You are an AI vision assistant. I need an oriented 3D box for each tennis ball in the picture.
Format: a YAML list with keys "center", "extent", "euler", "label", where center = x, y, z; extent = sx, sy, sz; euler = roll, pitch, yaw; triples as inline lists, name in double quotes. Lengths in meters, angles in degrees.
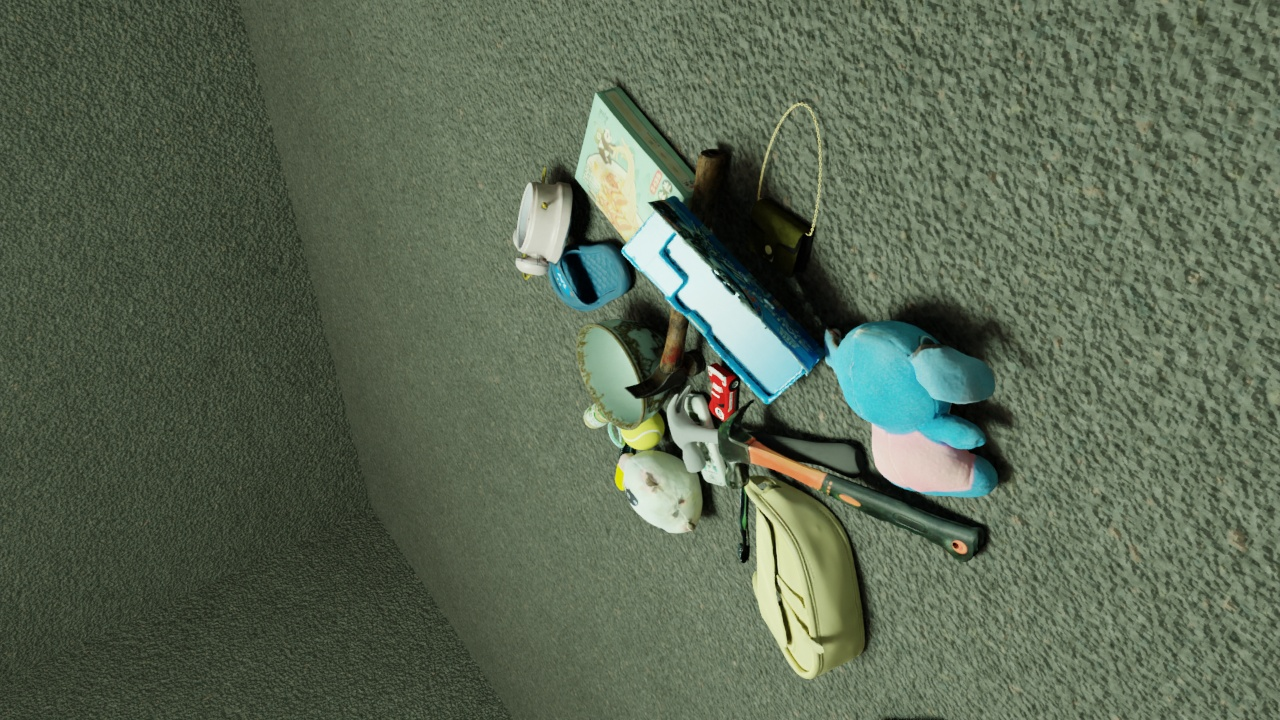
- center: [0.003, 0.100, 1.361]
  extent: [0.065, 0.065, 0.065]
  euler: [41, 144, 39]
  label: "tennis ball"

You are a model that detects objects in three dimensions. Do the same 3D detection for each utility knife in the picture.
- center: [-0.022, 0.154, 1.499]
  extent: [0.029, 0.020, 0.174]
  euler: [47, 148, 30]
  label: "utility knife"

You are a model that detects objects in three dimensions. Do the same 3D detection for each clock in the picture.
- center: [-0.146, -0.189, 1.335]
  extent: [0.116, 0.058, 0.158]
  euler: [-101, 27, -46]
  label: "clock"

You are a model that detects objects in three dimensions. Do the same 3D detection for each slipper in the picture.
- center: [-0.082, -0.119, 1.345]
  extent: [0.214, 0.059, 0.104]
  euler: [-1, 113, 59]
  label: "slipper"

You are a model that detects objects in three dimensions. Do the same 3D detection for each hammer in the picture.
- center: [0.218, 0.140, 1.013]
  extent: [0.333, 0.033, 0.133]
  euler: [21, 133, 40]
  label: "hammer"
- center: [0.052, -0.095, 1.097]
  extent: [0.033, 0.119, 0.331]
  euler: [38, 136, 31]
  label: "hammer"
- center: [0.143, 0.099, 1.127]
  extent: [0.311, 0.029, 0.125]
  euler: [5, 121, 52]
  label: "hammer"

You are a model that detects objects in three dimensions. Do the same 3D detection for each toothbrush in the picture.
- center: [0.141, 0.211, 1.268]
  extent: [0.017, 0.014, 0.188]
  euler: [45, 147, 48]
  label: "toothbrush"

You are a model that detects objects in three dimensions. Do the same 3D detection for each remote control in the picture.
- center: [0.091, 0.108, 1.261]
  extent: [0.050, 0.022, 0.133]
  euler: [7, 118, 59]
  label: "remote control"

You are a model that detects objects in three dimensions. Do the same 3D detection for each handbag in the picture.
- center: [0.150, -0.174, 0.932]
  extent: [0.084, 0.027, 0.178]
  euler: [44, 144, 35]
  label: "handbag"
- center: [0.193, 0.273, 1.151]
  extent: [0.191, 0.088, 0.233]
  euler: [36, 141, 48]
  label: "handbag"

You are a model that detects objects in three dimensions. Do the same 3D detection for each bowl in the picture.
- center: [-0.008, 0.008, 1.275]
  extent: [0.160, 0.093, 0.160]
  euler: [40, 143, 39]
  label: "bowl"

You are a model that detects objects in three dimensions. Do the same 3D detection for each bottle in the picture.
- center: [-0.059, 0.083, 1.484]
  extent: [0.042, 0.042, 0.110]
  euler: [63, 154, 4]
  label: "bottle"

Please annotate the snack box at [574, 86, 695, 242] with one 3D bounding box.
- center: [-0.004, -0.221, 1.140]
  extent: [0.193, 0.044, 0.142]
  euler: [54, 149, 22]
  label: "snack box"

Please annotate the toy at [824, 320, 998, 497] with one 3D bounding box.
- center: [0.247, 0.043, 0.877]
  extent: [0.224, 0.098, 0.191]
  euler: [20, 140, 63]
  label: "toy"

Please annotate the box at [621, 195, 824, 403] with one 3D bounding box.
- center: [0.080, -0.061, 0.984]
  extent: [0.243, 0.113, 0.114]
  euler: [47, 125, 3]
  label: "box"

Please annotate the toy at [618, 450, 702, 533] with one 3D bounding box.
- center: [0.023, 0.188, 1.368]
  extent: [0.139, 0.101, 0.180]
  euler: [49, 166, -18]
  label: "toy"

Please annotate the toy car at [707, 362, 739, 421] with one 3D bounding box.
- center: [0.105, 0.045, 1.183]
  extent: [0.038, 0.025, 0.090]
  euler: [39, 142, 41]
  label: "toy car"

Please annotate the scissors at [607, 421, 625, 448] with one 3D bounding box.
- center: [-0.035, 0.082, 1.401]
  extent: [0.012, 0.112, 0.131]
  euler: [-34, 89, 30]
  label: "scissors"
